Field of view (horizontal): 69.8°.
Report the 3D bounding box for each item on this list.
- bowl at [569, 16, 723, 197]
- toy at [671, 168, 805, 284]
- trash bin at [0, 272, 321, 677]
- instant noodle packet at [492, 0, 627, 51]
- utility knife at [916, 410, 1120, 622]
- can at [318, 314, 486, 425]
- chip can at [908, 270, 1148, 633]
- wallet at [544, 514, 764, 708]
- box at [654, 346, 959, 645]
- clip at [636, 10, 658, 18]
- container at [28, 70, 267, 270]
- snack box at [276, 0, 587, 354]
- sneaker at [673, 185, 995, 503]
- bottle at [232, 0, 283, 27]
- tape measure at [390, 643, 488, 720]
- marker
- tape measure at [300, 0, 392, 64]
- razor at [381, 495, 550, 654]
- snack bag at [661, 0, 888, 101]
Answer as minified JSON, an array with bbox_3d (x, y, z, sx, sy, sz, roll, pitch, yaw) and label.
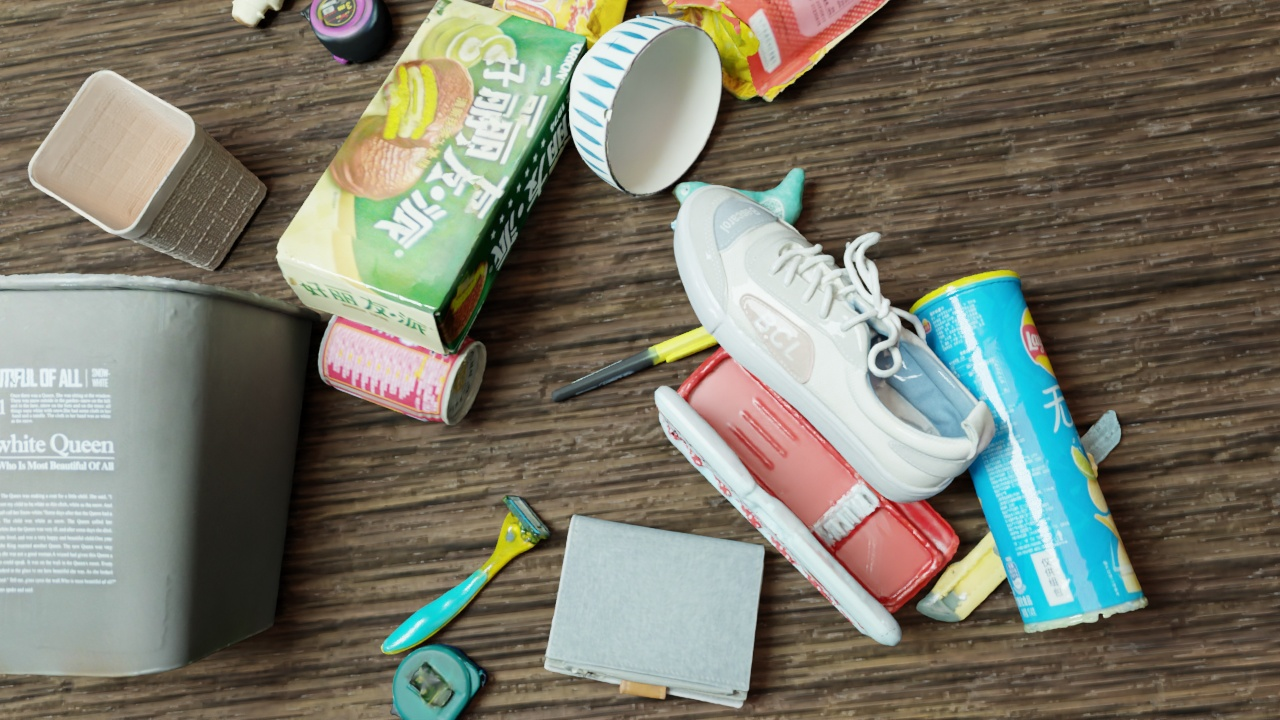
[{"bbox_3d":[-0.005,-0.177,0.622,0.066,0.116,0.116,33,84,30],"label":"bowl"},{"bbox_3d":[0.063,-0.094,0.640,0.092,0.030,0.096,13,89,13],"label":"toy"},{"bbox_3d":[-0.324,0.066,0.571,0.199,0.198,0.219,0,85,5],"label":"trash bin"},{"bbox_3d":[-0.048,-0.288,0.677,0.111,0.044,0.128,21,83,13],"label":"instant noodle packet"},{"bbox_3d":[0.250,0.103,0.595,0.031,0.019,0.182,44,82,6],"label":"utility knife"},{"bbox_3d":[-0.160,0.001,0.623,0.094,0.066,0.066,19,82,9],"label":"can"},{"bbox_3d":[0.234,0.053,0.564,0.071,0.071,0.210,-16,73,2],"label":"chip can"},{"bbox_3d":[0.010,0.163,0.594,0.130,0.037,0.106,8,70,6],"label":"wallet"},{"bbox_3d":[0.104,0.071,0.570,0.094,0.100,0.201,-44,80,-3],"label":"box"},{"bbox_3d":[0.012,-0.224,0.669,0.037,0.026,0.058,-10,84,11],"label":"clip"},{"bbox_3d":[-0.334,-0.125,0.640,0.090,0.111,0.090,30,84,10],"label":"container"},{"bbox_3d":[-0.129,-0.130,0.616,0.114,0.063,0.239,20,65,9],"label":"snack box"},{"bbox_3d":[0.112,-0.026,0.551,0.089,0.091,0.242,-33,75,-28],"label":"sneaker"},{"bbox_3d":[-0.275,-0.326,0.699,0.067,0.066,0.149,22,90,9],"label":"bottle"},{"bbox_3d":[-0.136,0.216,0.604,0.054,0.025,0.058,36,84,9],"label":"tape measure"},{"bbox_3d":[-0.004,0.004,0.632,0.124,0.018,0.015,-22,73,2],"label":"marker"},{"bbox_3d":[-0.217,-0.254,0.689,0.057,0.039,0.058,-43,74,-3],"label":"tape measure"},{"bbox_3d":[-0.119,0.149,0.612,0.132,0.028,0.043,-43,56,-6],"label":"razor"},{"bbox_3d":[0.123,-0.286,0.653,0.128,0.073,0.207,43,81,7],"label":"snack bag"}]
